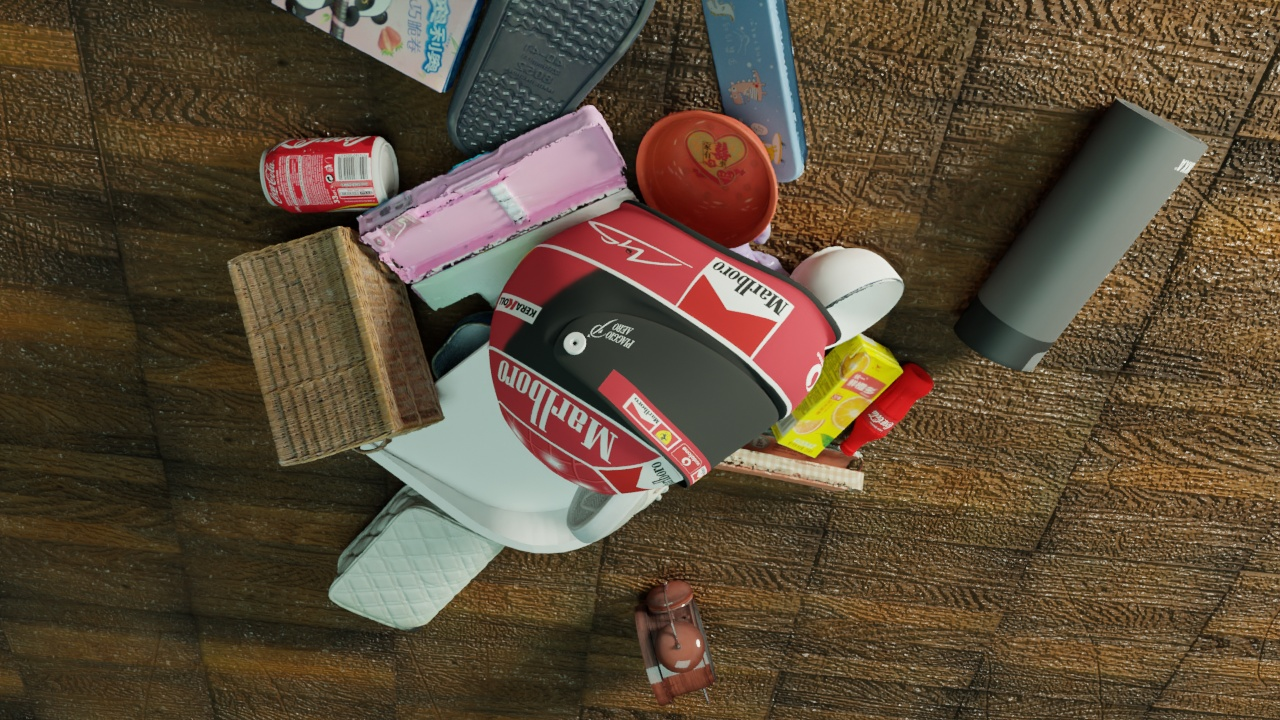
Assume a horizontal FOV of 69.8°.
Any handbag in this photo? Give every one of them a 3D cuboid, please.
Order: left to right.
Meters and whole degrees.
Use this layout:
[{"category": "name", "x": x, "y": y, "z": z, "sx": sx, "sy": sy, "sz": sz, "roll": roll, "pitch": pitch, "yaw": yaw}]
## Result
[{"category": "handbag", "x": -0.252, "y": 0.221, "z": 1.046, "sx": 0.138, "sy": 0.072, "sz": 0.195, "roll": 32, "pitch": 117, "yaw": -27}]

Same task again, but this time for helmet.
[{"category": "helmet", "x": -0.005, "y": 0.004, "z": 0.778, "sx": 0.224, "sy": 0.271, "sz": 0.198, "roll": -54, "pitch": 155, "yaw": -11}]

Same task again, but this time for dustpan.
[{"category": "dustpan", "x": -0.124, "y": 0.111, "z": 0.943, "sx": 0.192, "sy": 0.053, "sz": 0.257, "roll": -35, "pitch": 131, "yaw": 20}]

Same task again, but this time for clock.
[{"category": "clock", "x": 0.040, "y": 0.330, "z": 1.081, "sx": 0.072, "sy": 0.120, "sz": 0.158, "roll": -16, "pitch": 129, "yaw": 2}]

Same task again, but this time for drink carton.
[{"category": "drink carton", "x": 0.195, "y": 0.034, "z": 0.928, "sx": 0.058, "sy": 0.043, "sz": 0.135, "roll": 23, "pitch": 121, "yaw": -31}]

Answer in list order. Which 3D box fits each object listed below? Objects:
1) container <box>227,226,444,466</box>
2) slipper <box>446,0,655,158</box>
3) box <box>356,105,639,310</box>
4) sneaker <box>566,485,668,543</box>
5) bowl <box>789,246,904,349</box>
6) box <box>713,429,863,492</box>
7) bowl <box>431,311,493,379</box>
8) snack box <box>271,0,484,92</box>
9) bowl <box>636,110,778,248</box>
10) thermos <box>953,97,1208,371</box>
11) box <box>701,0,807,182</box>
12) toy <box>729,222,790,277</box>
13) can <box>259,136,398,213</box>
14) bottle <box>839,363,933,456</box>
[{"category": "container", "x": -0.269, "y": -0.012, "z": 0.828, "sx": 0.114, "sy": 0.112, "sz": 0.198, "roll": -16, "pitch": 87, "yaw": 12}, {"category": "slipper", "x": -0.072, "y": -0.268, "z": 0.735, "sx": 0.110, "sy": 0.083, "sz": 0.269, "roll": 20, "pitch": 139, "yaw": -23}, {"category": "box", "x": -0.113, "y": -0.122, "z": 0.824, "sx": 0.230, "sy": 0.035, "sz": 0.159, "roll": -22, "pitch": 146, "yaw": 10}, {"category": "sneaker", "x": 0.031, "y": 0.093, "z": 0.902, "sx": 0.090, "sy": 0.089, "sz": 0.242, "roll": 43, "pitch": 81, "yaw": -24}, {"category": "bowl", "x": 0.177, "y": -0.063, "z": 0.846, "sx": 0.113, "sy": 0.063, "sz": 0.114, "roll": -23, "pitch": 157, "yaw": -11}, {"category": "box", "x": 0.151, "y": 0.101, "z": 0.987, "sx": 0.188, "sy": 0.063, "sz": 0.056, "roll": 13, "pitch": 158, "yaw": -10}, {"category": "bowl", "x": -0.148, "y": -0.009, "z": 0.899, "sx": 0.110, "sy": 0.055, "sz": 0.111, "roll": -7, "pitch": 134, "yaw": -8}, {"category": "snack box", "x": -0.207, "y": -0.290, "z": 0.730, "sx": 0.154, "sy": 0.033, "sz": 0.088, "roll": 28, "pitch": 120, "yaw": -6}, {"category": "bowl", "x": 0.064, "y": -0.162, "z": 0.793, "sx": 0.130, "sy": 0.045, "sz": 0.131, "roll": 18, "pitch": 135, "yaw": 19}, {"category": "thermos", "x": 0.383, "y": -0.104, "z": 0.817, "sx": 0.082, "sy": 0.082, "sz": 0.241, "roll": 20, "pitch": 121, "yaw": -11}, {"category": "box", "x": 0.092, "y": -0.242, "z": 0.751, "sx": 0.068, "sy": 0.058, "sz": 0.210, "roll": -9, "pitch": 122, "yaw": 11}, {"category": "toy", "x": 0.098, "y": -0.095, "z": 0.857, "sx": 0.080, "sy": 0.036, "sz": 0.099, "roll": -35, "pitch": 114, "yaw": 20}, {"category": "can", "x": -0.271, "y": -0.163, "z": 0.805, "sx": 0.105, "sy": 0.064, "sz": 0.064, "roll": -1, "pitch": 122, "yaw": 2}, {"category": "bottle", "x": 0.250, "y": 0.055, "z": 0.948, "sx": 0.036, "sy": 0.036, "sz": 0.119, "roll": 29, "pitch": 119, "yaw": -16}]
